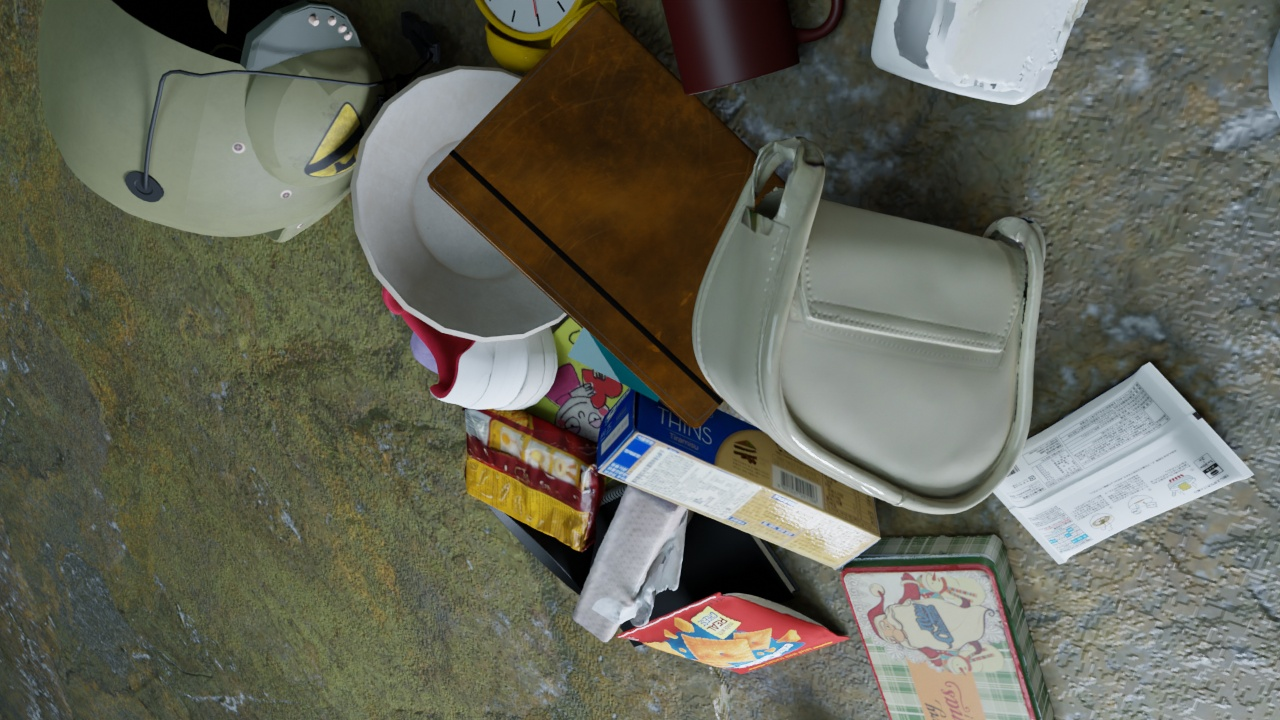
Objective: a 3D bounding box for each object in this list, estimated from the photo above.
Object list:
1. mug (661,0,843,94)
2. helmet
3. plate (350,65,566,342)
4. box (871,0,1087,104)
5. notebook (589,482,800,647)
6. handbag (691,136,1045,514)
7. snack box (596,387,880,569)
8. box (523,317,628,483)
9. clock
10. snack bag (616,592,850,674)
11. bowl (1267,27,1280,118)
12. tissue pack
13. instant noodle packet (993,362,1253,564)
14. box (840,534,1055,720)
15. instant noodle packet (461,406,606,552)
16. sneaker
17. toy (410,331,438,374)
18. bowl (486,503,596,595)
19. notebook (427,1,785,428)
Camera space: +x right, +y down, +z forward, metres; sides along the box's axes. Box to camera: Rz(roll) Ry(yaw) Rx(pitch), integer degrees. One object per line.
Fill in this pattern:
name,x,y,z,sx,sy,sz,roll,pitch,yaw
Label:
mug,0.068,-0.216,0.555,0.106,0.073,0.082,-13,108,9
helmet,-0.287,-0.204,0.662,0.250,0.254,0.234,42,127,12
plate,-0.109,-0.108,0.645,0.027,0.188,0.189,3,118,61
box,0.167,-0.184,0.460,0.103,0.129,0.110,25,128,23
notebook,0.021,0.174,0.822,0.207,0.016,0.149,-32,95,41
handbag,0.125,-0.020,0.541,0.132,0.228,0.184,36,113,52
snack box,0.071,0.081,0.648,0.206,0.057,0.056,25,132,-19
box,-0.004,0.004,0.707,0.124,0.082,0.222,52,132,0
clock,-0.067,-0.263,0.629,0.114,0.051,0.152,4,112,33
snack bag,0.076,0.228,0.766,0.144,0.039,0.131,26,138,-29
bowl,0.349,-0.136,0.417,0.106,0.039,0.106,16,122,27
tissue pack,0.008,0.152,0.741,0.071,0.103,0.182,34,128,10
instant noodle packet,0.289,0.069,0.576,0.087,0.026,0.135,49,131,3
box,0.233,0.227,0.683,0.118,0.050,0.205,-8,110,38
instant noodle packet,-0.088,0.087,0.732,0.135,0.039,0.099,22,124,20
sneaker,-0.149,-0.072,0.702,0.091,0.104,0.236,-35,65,41
toy,-0.174,-0.026,0.838,0.080,0.036,0.100,30,133,6
bowl,-0.077,0.146,0.813,0.124,0.052,0.124,40,162,15
notebook,0.004,-0.081,0.593,0.249,0.178,0.014,43,173,-5
